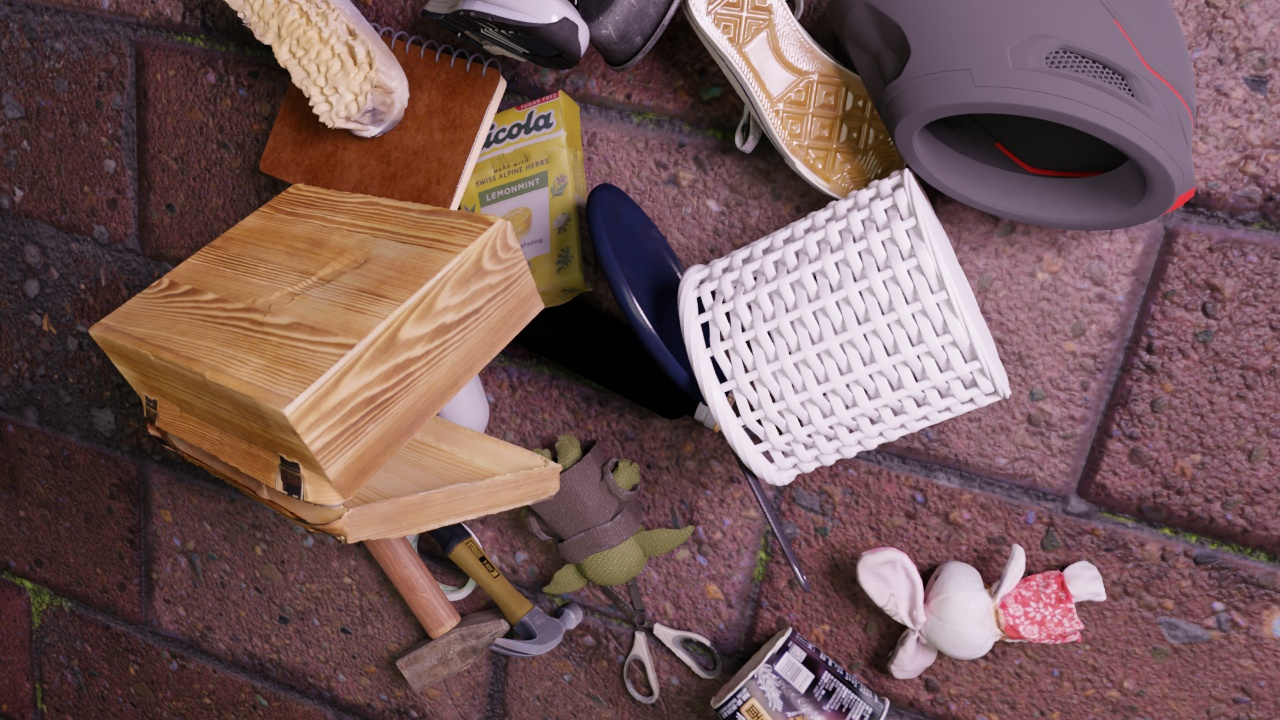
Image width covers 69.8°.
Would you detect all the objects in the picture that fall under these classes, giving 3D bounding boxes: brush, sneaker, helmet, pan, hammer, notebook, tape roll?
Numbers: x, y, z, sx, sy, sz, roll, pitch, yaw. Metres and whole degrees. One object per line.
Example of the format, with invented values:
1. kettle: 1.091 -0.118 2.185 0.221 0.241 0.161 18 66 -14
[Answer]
1. brush: -0.302 -0.304 0.830 0.083 0.056 0.271 -44 70 14
2. sneaker: 0.113 -0.220 0.721 0.118 0.088 0.241 -44 110 5
3. helmet: 0.258 -0.211 0.629 0.265 0.164 0.169 19 75 0
4. pan: 0.047 0.017 0.722 0.021 0.198 0.356 -30 76 17
5. hammer: -0.261 0.196 0.975 0.158 0.037 0.301 -33 92 25
6. notebook: -0.237 -0.219 0.839 0.226 0.024 0.167 23 93 23
7. tape roll: -0.213 0.214 0.994 0.094 0.018 0.094 5 107 18
8. sneaker: -0.098 -0.313 0.732 0.240 0.088 0.124 31 97 50
9. pan: 0.031 -0.395 0.686 0.055 0.187 0.357 13 98 -25
10. hammer: -0.202 0.170 0.938 0.333 0.117 0.025 45 115 9

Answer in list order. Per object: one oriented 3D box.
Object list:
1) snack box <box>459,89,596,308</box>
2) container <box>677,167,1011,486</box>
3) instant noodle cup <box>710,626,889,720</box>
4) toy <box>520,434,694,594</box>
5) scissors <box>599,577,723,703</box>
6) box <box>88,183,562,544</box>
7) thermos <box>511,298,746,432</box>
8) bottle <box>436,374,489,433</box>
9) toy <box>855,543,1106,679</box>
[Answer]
1. snack box: -0.105 -0.135 0.814 0.121 0.045 0.180 -12 78 23
2. container: 0.155 -0.023 0.705 0.187 0.189 0.189 -24 95 22
3. instant noodle cup: 0.140 0.319 0.842 0.112 0.137 0.137 46 114 12
4. toy: -0.050 0.146 0.884 0.180 0.078 0.153 -28 101 25
5. scissors: 0.012 0.280 0.934 0.169 0.012 0.158 16 107 16
6. box: -0.250 0.039 0.771 0.280 0.268 0.264 16 138 34
7. thermos: -0.005 0.005 0.839 0.231 0.061 0.061 26 111 11
8. bottle: -0.186 0.025 0.914 0.053 0.052 0.195 -15 99 23
9. toy: 0.290 0.209 0.780 0.194 0.084 0.159 -17 117 20
